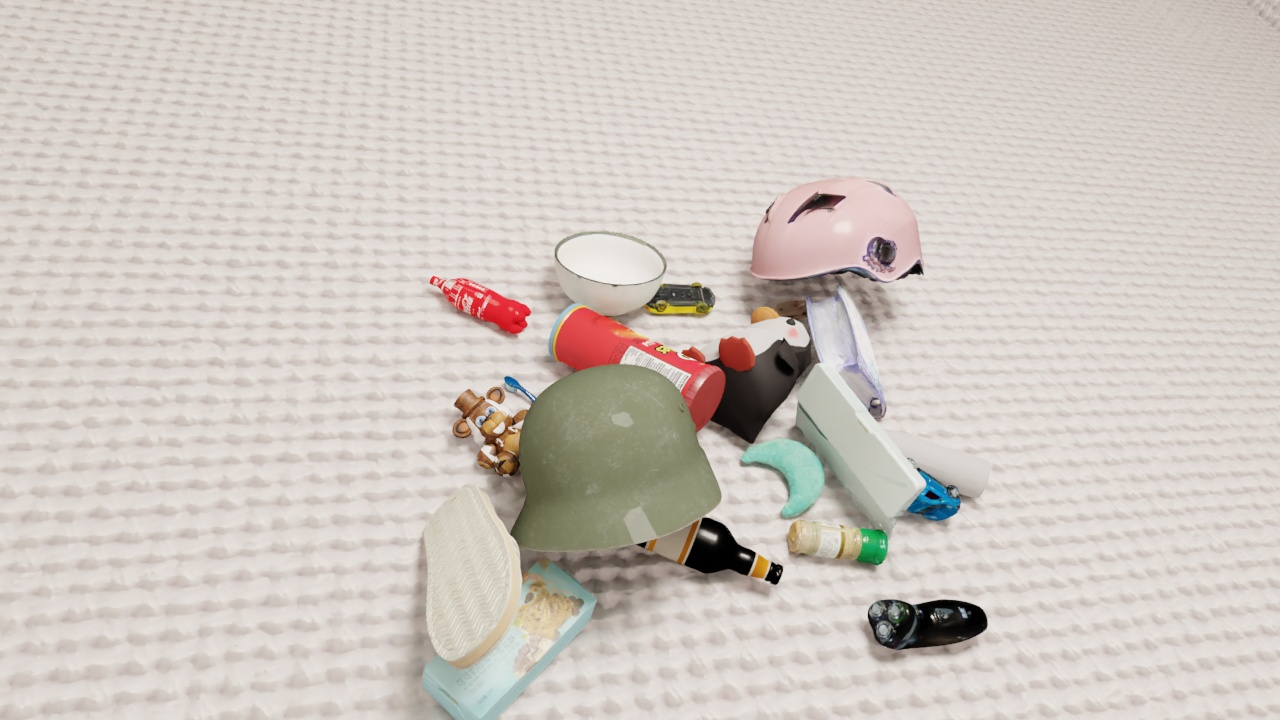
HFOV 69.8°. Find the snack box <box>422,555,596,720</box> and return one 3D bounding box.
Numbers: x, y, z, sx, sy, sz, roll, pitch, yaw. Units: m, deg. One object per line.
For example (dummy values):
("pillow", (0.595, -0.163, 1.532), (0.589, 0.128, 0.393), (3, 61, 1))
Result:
("snack box", (-0.127, 0.278, 0.906), (0.075, 0.053, 0.174), (35, 49, 19))

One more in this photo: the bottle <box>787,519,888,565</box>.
("bottle", (0.230, 0.212, 1.072), (0.111, 0.043, 0.043), (9, 47, -7))

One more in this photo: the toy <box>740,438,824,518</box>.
("toy", (0.183, 0.138, 1.134), (0.085, 0.033, 0.105), (-26, 60, -20))

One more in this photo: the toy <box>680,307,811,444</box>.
("toy", (0.158, 0.010, 1.192), (0.183, 0.159, 0.140), (-33, 102, -46))

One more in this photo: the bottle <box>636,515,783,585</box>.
("bottle", (0.071, 0.205, 1.022), (0.181, 0.059, 0.059), (22, 47, 4))

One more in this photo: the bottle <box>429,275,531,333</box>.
("bottle", (-0.214, -0.079, 1.211), (0.141, 0.042, 0.041), (24, 47, 7))

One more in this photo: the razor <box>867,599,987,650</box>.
("razor", (0.321, 0.286, 1.014), (0.140, 0.064, 0.053), (-1, 50, -15))

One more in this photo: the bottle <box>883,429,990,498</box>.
("bottle", (0.343, 0.122, 1.176), (0.195, 0.053, 0.052), (18, 47, 1))

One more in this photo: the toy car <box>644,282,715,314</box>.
("toy car", (0.055, -0.087, 1.301), (0.107, 0.030, 0.049), (1, 47, -12))

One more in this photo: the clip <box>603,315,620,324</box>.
("clip", (-0.039, -0.045, 1.244), (0.061, 0.026, 0.049), (16, 36, 10))

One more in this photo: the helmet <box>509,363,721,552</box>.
("helmet", (-0.034, 0.083, 0.984), (0.227, 0.154, 0.267), (-7, 8, 20))

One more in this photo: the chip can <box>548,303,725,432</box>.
("chip can", (-0.007, 0.007, 1.134), (0.213, 0.087, 0.086), (27, 46, 26))

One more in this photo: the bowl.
("bowl", (-0.044, -0.112, 1.255), (0.153, 0.073, 0.153), (7, 33, -4))

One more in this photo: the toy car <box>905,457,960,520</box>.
("toy car", (0.336, 0.161, 1.124), (0.120, 0.056, 0.043), (31, 50, -15))

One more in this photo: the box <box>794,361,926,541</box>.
("box", (0.252, 0.111, 1.104), (0.044, 0.136, 0.197), (-17, 55, -23))

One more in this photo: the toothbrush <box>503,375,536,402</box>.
("toothbrush", (-0.115, 0.060, 1.134), (0.135, 0.017, 0.021), (33, 52, 12))

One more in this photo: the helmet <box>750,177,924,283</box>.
("helmet", (0.274, -0.180, 1.298), (0.255, 0.152, 0.230), (-11, 14, -26))

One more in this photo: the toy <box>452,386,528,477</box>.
("toy", (-0.169, 0.079, 1.068), (0.112, 0.067, 0.087), (42, 75, 7))

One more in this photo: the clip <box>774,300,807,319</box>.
("clip", (0.225, -0.072, 1.343), (0.061, 0.049, 0.026), (-30, 54, 13))

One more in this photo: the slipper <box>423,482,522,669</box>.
("slipper", (-0.163, 0.207, 0.893), (0.052, 0.115, 0.263), (45, 2, -26))

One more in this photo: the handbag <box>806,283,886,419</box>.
("handbag", (0.280, -0.009, 1.247), (0.069, 0.126, 0.158), (-24, 48, 20))
